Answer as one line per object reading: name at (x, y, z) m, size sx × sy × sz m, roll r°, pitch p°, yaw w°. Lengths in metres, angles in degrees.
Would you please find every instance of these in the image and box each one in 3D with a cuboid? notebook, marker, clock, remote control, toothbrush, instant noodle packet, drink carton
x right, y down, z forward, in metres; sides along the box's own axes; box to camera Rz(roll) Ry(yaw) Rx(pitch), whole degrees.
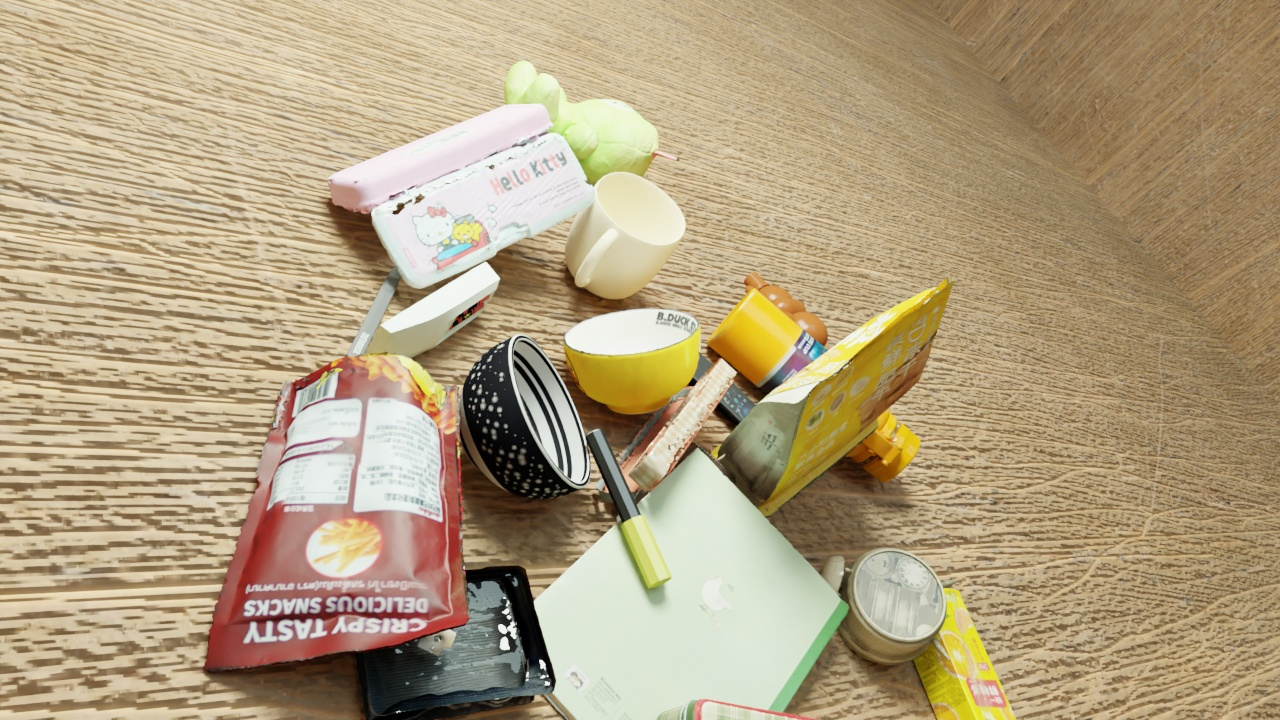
notebook at (0.039, 0.190, 0.667) m, size 0.182 × 0.010 × 0.251 m, roll 45°, pitch 43°, yaw 7°
marker at (-0.010, 0.107, 0.677) m, size 0.021 × 0.017 × 0.123 m, roll 25°, pitch 36°, yaw -63°
clock at (0.194, 0.197, 0.775) m, size 0.141 × 0.055 × 0.092 m, roll 19°, pitch 55°, yaw 4°
remote control at (-0.158, -0.032, 0.718) m, size 0.024 × 0.050 × 0.143 m, roll 41°, pitch 35°, yaw 2°
toothbrush at (-0.204, -0.054, 0.734) m, size 0.013 × 0.013 × 0.167 m, roll 27°, pitch 40°, yaw -16°
remote control at (0.083, 0.039, 0.890) m, size 0.152 × 0.020 × 0.041 m, roll 43°, pitch 35°, yaw 2°
instant noodle packet at (0.161, 0.025, 0.762) m, size 0.162 × 0.222 × 0.084 m, roll -33°, pitch 73°, yaw -22°
drink carton at (0.275, 0.267, 0.801) m, size 0.058 × 0.043 × 0.134 m, roll 16°, pitch 42°, yaw -32°

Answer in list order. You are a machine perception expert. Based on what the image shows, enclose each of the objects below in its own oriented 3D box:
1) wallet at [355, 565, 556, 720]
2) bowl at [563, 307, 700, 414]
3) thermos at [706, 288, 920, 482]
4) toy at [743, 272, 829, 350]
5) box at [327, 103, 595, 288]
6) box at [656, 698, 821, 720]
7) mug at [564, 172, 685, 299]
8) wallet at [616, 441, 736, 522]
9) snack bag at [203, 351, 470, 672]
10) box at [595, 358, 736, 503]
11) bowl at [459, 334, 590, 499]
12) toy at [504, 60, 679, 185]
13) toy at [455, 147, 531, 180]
wallet at (-0.116, 0.169, 0.555) m, size 0.114 × 0.026 × 0.089 m, roll 5°, pitch 47°, yaw -32°
bowl at (-0.005, 0.005, 0.787) m, size 0.117 × 0.068 × 0.117 m, roll -6°, pitch 20°, yaw 2°
thermos at (0.176, 0.032, 0.934) m, size 0.232 × 0.076 × 0.091 m, roll 41°, pitch 37°, yaw 0°
toy at (0.156, -0.044, 1.024) m, size 0.094 × 0.065 × 0.127 m, roll 4°, pitch 40°, yaw -51°
box at (-0.149, -0.158, 0.783) m, size 0.201 × 0.077 × 0.146 m, roll -33°, pitch 63°, yaw -30°
box at (0.105, 0.293, 0.593) m, size 0.205 × 0.051 × 0.117 m, roll 21°, pitch 51°, yaw -24°
mug at (-0.027, -0.107, 0.877) m, size 0.096 × 0.100 × 0.119 m, roll 40°, pitch 41°, yaw 3°
wallet at (0.034, 0.115, 0.762) m, size 0.072 × 0.020 × 0.122 m, roll 41°, pitch 35°, yaw 0°
snack bag at (-0.173, 0.083, 0.557) m, size 0.139 × 0.067 × 0.207 m, roll -1°, pitch 41°, yaw -9°
box at (0.026, 0.058, 0.771) m, size 0.041 × 0.083 × 0.186 m, roll 44°, pitch 34°, yaw 0°
bowl at (-0.093, 0.049, 0.666) m, size 0.120 × 0.066 × 0.120 m, roll 61°, pitch 12°, yaw -23°
toy at (-0.061, -0.246, 1.004) m, size 0.196 × 0.107 × 0.150 m, roll 25°, pitch 14°, yaw -35°
toy at (-0.146, -0.198, 0.891) m, size 0.105 × 0.085 × 0.074 m, roll -7°, pitch 86°, yaw -23°
